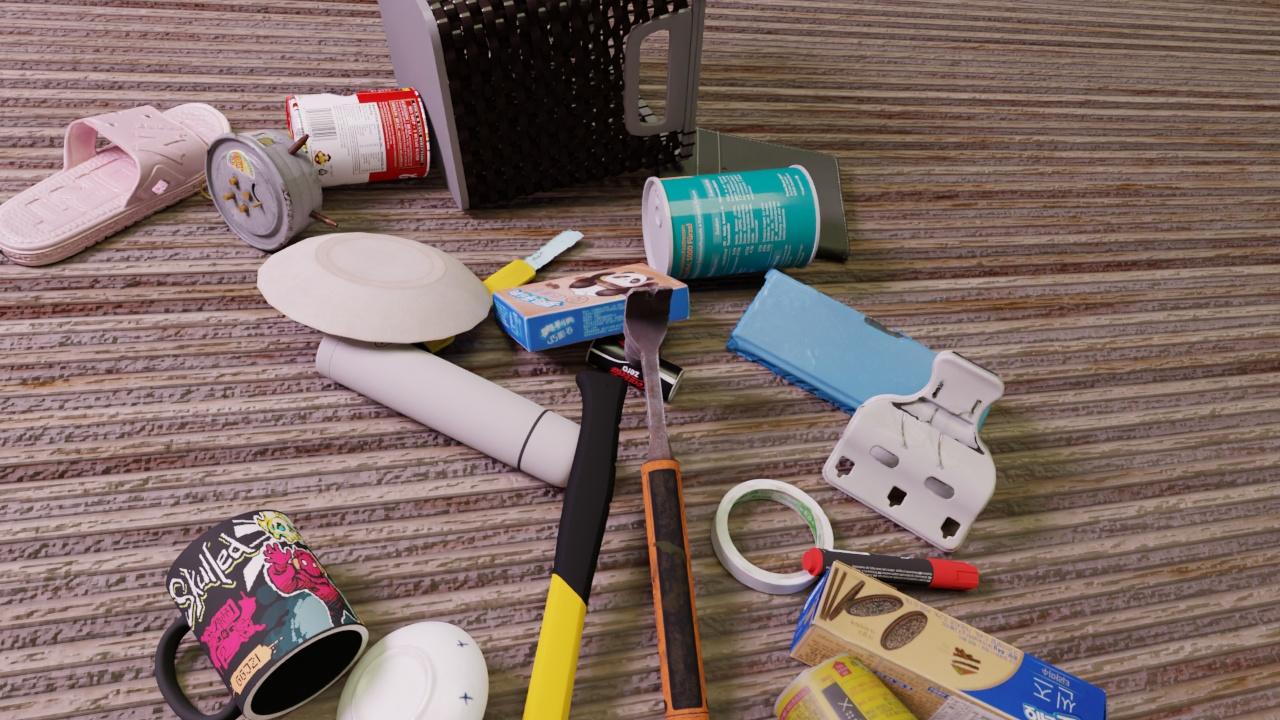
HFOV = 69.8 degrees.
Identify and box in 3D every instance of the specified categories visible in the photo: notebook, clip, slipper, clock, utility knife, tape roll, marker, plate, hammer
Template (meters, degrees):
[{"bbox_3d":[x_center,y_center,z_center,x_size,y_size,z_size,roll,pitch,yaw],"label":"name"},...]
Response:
[{"bbox_3d":[0.118,-0.185,0.987,0.209,0.030,0.169,11,50,-9],"label":"notebook"},{"bbox_3d":[0.239,0.064,0.764,0.126,0.099,0.152,30,86,11],"label":"clip"},{"bbox_3d":[-0.462,-0.173,0.812,0.094,0.065,0.238,29,51,11],"label":"slipper"},{"bbox_3d":[-0.341,-0.152,0.808,0.148,0.104,0.056,6,30,32],"label":"clock"},{"bbox_3d":[-0.126,-0.067,0.832,0.030,0.019,0.216,40,57,13],"label":"utility knife"},{"bbox_3d":[0.102,0.135,0.713,0.094,0.018,0.093,7,49,-9],"label":"tape roll"},{"bbox_3d":[0.190,0.158,0.699,0.145,0.021,0.023,9,25,-18],"label":"marker"},{"bbox_3d":[-0.144,0.204,0.556,0.104,0.026,0.104,-12,49,14],"label":"plate"},{"bbox_3d":[-0.217,-0.072,0.766,0.188,0.027,0.188,11,28,-6],"label":"plate"},{"bbox_3d":[-0.047,0.150,0.620,0.127,0.029,0.322,13,59,-6],"label":"hammer"},{"bbox_3d":[0.018,0.092,0.654,0.035,0.138,0.313,-4,65,-4],"label":"hammer"}]

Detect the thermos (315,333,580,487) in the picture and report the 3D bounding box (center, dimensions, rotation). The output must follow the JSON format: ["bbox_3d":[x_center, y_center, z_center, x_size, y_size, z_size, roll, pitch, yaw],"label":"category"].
[{"bbox_3d":[-0.144,0.033,0.718,0.224,0.052,0.052,25,49,8],"label":"thermos"}]

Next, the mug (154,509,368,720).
[{"bbox_3d":[-0.245,0.168,0.568,0.118,0.082,0.098,-42,67,-8],"label":"mug"}]

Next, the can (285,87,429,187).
[{"bbox_3d":[-0.270,-0.213,0.877,0.116,0.087,0.086,-11,54,-23],"label":"can"}]

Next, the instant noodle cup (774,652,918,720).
[{"bbox_3d":[0.144,0.252,0.580,0.100,0.101,0.112,-14,44,-24],"label":"instant noodle cup"}]

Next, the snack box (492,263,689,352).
[{"bbox_3d":[-0.043,-0.048,0.801,0.151,0.034,0.087,-13,24,-23],"label":"snack box"}]

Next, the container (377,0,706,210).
[{"bbox_3d":[-0.106,-0.321,0.892,0.243,0.248,0.245,-21,57,-16],"label":"container"}]

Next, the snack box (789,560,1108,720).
[{"bbox_3d":[0.213,0.218,0.642,0.207,0.056,0.057,24,48,8],"label":"snack box"}]

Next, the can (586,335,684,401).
[{"bbox_3d":[-0.005,0.005,0.790,0.080,0.032,0.031,26,49,9],"label":"can"}]

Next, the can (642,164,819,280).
[{"bbox_3d":[0.083,-0.130,0.872,0.144,0.099,0.099,-7,52,-12],"label":"can"}]

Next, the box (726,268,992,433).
[{"bbox_3d":[0.198,0.009,0.837,0.231,0.054,0.093,29,67,12],"label":"box"}]
